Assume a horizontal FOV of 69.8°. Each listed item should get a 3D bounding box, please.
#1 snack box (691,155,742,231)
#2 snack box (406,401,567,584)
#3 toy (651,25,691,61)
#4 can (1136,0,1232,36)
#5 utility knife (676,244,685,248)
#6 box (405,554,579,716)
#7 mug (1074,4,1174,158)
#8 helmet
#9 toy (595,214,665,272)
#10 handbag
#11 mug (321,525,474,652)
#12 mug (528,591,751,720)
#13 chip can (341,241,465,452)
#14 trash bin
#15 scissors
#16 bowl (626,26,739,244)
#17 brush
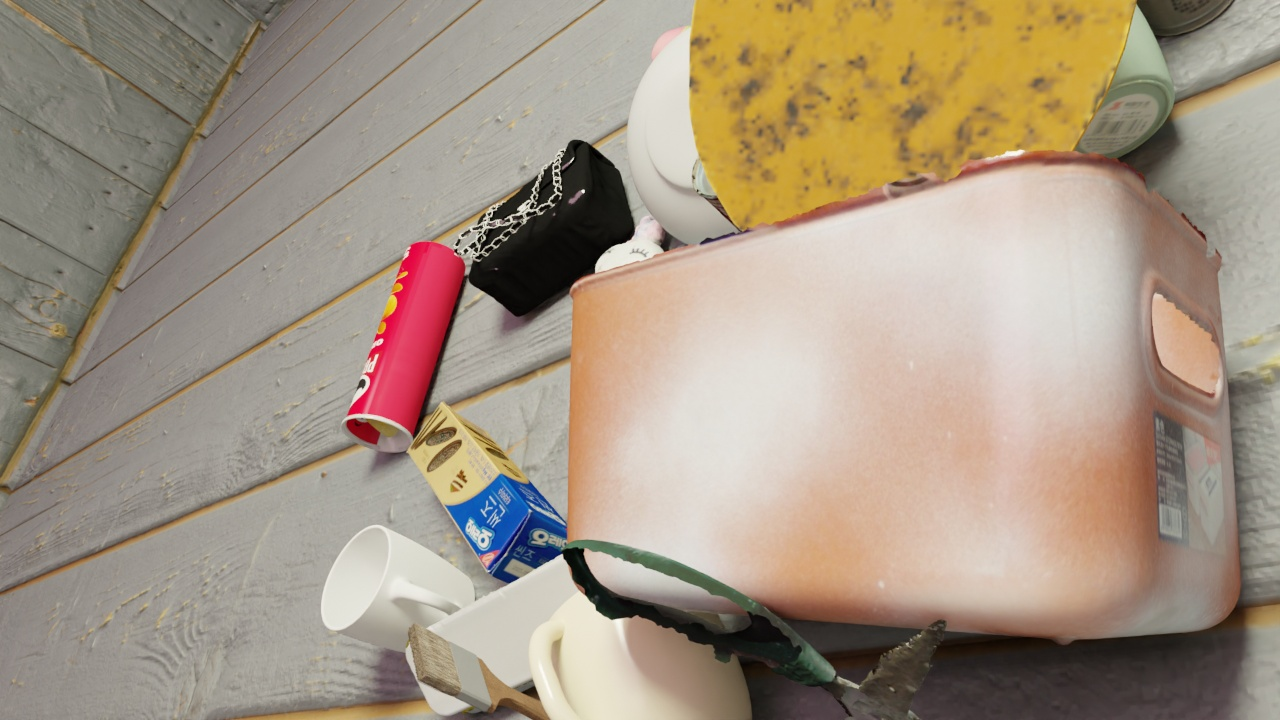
[{"bbox_3d":[0.097,-0.099,0.592,0.072,0.121,0.072,-30,41,30],"label":"snack box"},{"bbox_3d":[-0.121,0.103,0.722,0.057,0.056,0.207,-53,36,-2],"label":"snack box"},{"bbox_3d":[0.115,-0.250,0.727,0.237,0.096,0.191,-14,60,30],"label":"toy"},{"bbox_3d":[0.278,-0.244,0.499,0.054,0.135,0.054,-28,43,30],"label":"can"},{"bbox_3d":[0.073,-0.057,0.678,0.022,0.015,0.176,-33,34,-17],"label":"utility knife"},{"bbox_3d":[-0.064,0.177,0.607,0.211,0.070,0.067,-31,62,27],"label":"box"},{"bbox_3d":[0.233,-0.160,0.524,0.111,0.084,0.104,-30,51,27],"label":"mug"},{"bbox_3d":[0.144,-0.169,0.476,0.205,0.131,0.255,18,105,28],"label":"helmet"},{"bbox_3d":[-0.013,-0.072,0.764,0.079,0.038,0.122,-3,56,55],"label":"toy"},{"bbox_3d":[-0.097,-0.137,0.848,0.154,0.114,0.124,-36,37,29],"label":"handbag"},{"bbox_3d":[-0.170,0.179,0.687,0.114,0.087,0.080,-5,57,46],"label":"mug"},{"bbox_3d":[-0.002,0.174,0.478,0.096,0.120,0.099,-52,45,26],"label":"mug"},{"bbox_3d":[-0.239,-0.018,0.944,0.069,0.069,0.220,-20,47,37],"label":"chip can"},{"bbox_3d":[0.101,0.036,0.408,0.260,0.181,0.157,-9,73,43],"label":"trash bin"},{"bbox_3d":[0.061,0.147,0.365,0.202,0.204,0.015,18,43,22],"label":"scissors"},{"bbox_3d":[0.056,-0.166,0.667,0.177,0.066,0.176,4,97,34],"label":"bowl"},{"bbox_3d":[-0.070,0.193,0.517,0.008,0.143,0.045,-50,27,2],"label":"brush"}]
